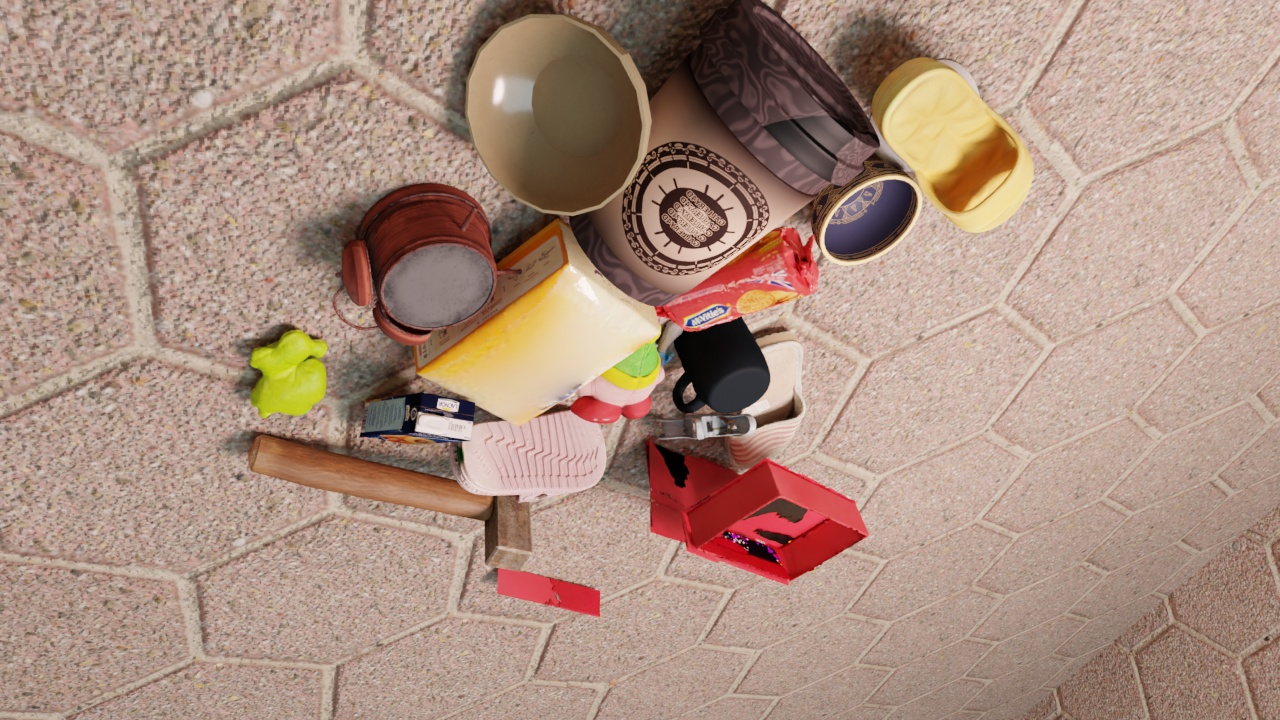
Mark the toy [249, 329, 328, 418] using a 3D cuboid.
[{"bbox_3d":[-0.334,0.014,0.871,0.094,0.036,0.093,-30,137,-3],"label":"toy"}]

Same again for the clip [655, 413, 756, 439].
[{"bbox_3d":[0.085,0.076,1.088,0.112,0.028,0.163,-6,179,-17],"label":"clip"}]

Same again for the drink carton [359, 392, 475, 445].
[{"bbox_3d":[-0.224,0.060,0.920,0.064,0.040,0.130,14,165,-39],"label":"drink carton"}]

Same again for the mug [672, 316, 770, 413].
[{"bbox_3d":[0.081,0.013,1.036,0.085,0.094,0.122,23,122,-42],"label":"mug"}]

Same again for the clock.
[{"bbox_3d":[-0.196,-0.078,0.805,0.158,0.072,0.120,-28,141,3],"label":"clock"}]

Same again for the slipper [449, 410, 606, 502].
[{"bbox_3d":[-0.127,0.110,1.014,0.065,0.094,0.238,-24,166,32],"label":"slipper"}]

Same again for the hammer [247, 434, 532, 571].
[{"bbox_3d":[-0.263,0.127,0.986,0.300,0.157,0.037,17,127,-23],"label":"hammer"}]

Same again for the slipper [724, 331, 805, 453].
[{"bbox_3d":[0.160,0.066,1.172,0.115,0.052,0.263,-16,142,-12],"label":"slipper"}]

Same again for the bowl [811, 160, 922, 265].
[{"bbox_3d":[0.221,-0.160,0.937,0.112,0.061,0.113,-14,140,-12],"label":"bowl"}]

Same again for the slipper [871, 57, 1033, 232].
[{"bbox_3d":[0.309,-0.185,0.858,0.100,0.078,0.263,-44,137,20],"label":"slipper"}]

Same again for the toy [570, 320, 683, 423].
[{"bbox_3d":[-0.006,0.006,0.994,0.124,0.097,0.131,-2,113,-29],"label":"toy"}]

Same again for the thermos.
[{"bbox_3d":[0.059,-0.163,0.775,0.172,0.172,0.227,20,130,-42],"label":"thermos"}]

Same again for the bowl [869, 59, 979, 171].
[{"bbox_3d":[0.287,-0.230,0.900,0.114,0.050,0.115,-14,141,-12],"label":"bowl"}]

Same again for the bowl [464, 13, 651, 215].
[{"bbox_3d":[-0.059,-0.194,0.720,0.152,0.050,0.152,10,119,18],"label":"bowl"}]

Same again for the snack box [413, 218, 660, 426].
[{"bbox_3d":[-0.099,-0.023,0.892,0.196,0.080,0.145,-33,139,22],"label":"snack box"}]

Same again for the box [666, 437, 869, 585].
[{"bbox_3d":[0.165,0.293,1.064,0.198,0.350,0.217,-35,137,27],"label":"box"}]

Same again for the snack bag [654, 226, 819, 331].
[{"bbox_3d":[0.096,-0.078,0.921,0.177,0.082,0.082,-17,147,27],"label":"snack bag"}]
